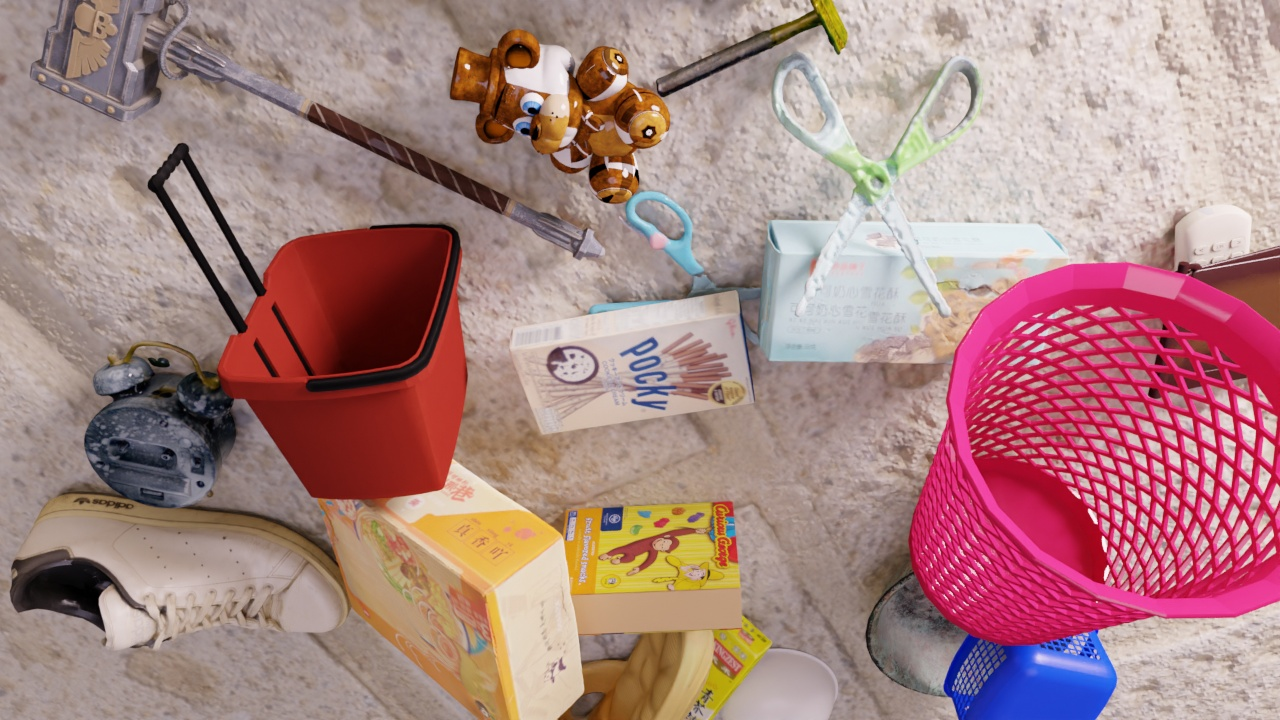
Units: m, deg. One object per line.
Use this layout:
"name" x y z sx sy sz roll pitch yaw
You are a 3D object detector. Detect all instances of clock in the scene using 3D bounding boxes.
"clock" -0.329 0.044 0.633 0.090 0.052 0.130 13 122 -6

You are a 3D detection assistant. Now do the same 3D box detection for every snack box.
"snack box" -0.004 0.004 0.604 0.150 0.026 0.082 -9 131 9
"snack box" 0.007 0.149 0.665 0.126 0.088 0.040 -4 122 4
"snack box" -0.127 0.142 0.623 0.195 0.080 0.145 23 131 37
"snack box" 0.161 -0.042 0.560 0.174 0.053 0.075 1 121 -2
"snack box" 0.054 0.272 0.765 0.040 0.028 0.148 41 122 22

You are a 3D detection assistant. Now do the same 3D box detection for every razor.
"razor" 0.056 -0.169 0.501 0.106 0.026 0.042 -18 155 24

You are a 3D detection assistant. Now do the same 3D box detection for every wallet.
"wallet" 0.372 -0.027 0.564 0.115 0.018 0.092 -12 121 -10

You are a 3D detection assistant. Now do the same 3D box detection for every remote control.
"remote control" 0.358 -0.038 0.578 0.038 0.018 0.126 -12 121 9

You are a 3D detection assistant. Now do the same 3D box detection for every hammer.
"hammer" -0.165 -0.131 0.526 0.322 0.044 0.099 25 119 -14

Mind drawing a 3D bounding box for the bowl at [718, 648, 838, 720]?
"bowl" 0.116 0.299 0.782 0.110 0.040 0.110 1 122 1

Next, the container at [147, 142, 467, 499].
"container" -0.171 -0.029 0.527 0.127 0.147 0.201 -4 131 3

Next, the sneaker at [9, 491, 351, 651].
"sneaker" -0.342 0.172 0.683 0.241 0.102 0.089 15 121 -8

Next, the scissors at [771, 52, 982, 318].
"scissors" 0.126 -0.102 0.515 0.168 0.023 0.171 33 90 -6

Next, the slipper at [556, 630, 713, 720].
"slipper" -0.031 0.295 0.751 0.078 0.099 0.264 20 117 -22

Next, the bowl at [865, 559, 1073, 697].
"bowl" 0.252 0.196 0.714 0.157 0.038 0.158 1 122 1

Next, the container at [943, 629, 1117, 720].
"container" 0.290 0.243 0.683 0.096 0.058 0.114 13 121 -6

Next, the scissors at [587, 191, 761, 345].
"scissors" 0.021 -0.041 0.592 0.126 0.015 0.136 -38 111 22

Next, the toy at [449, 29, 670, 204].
"toy" -0.047 -0.139 0.504 0.112 0.067 0.087 10 146 -18

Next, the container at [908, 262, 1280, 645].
"container" 0.246 0.081 0.537 0.183 0.182 0.226 -1 152 2
